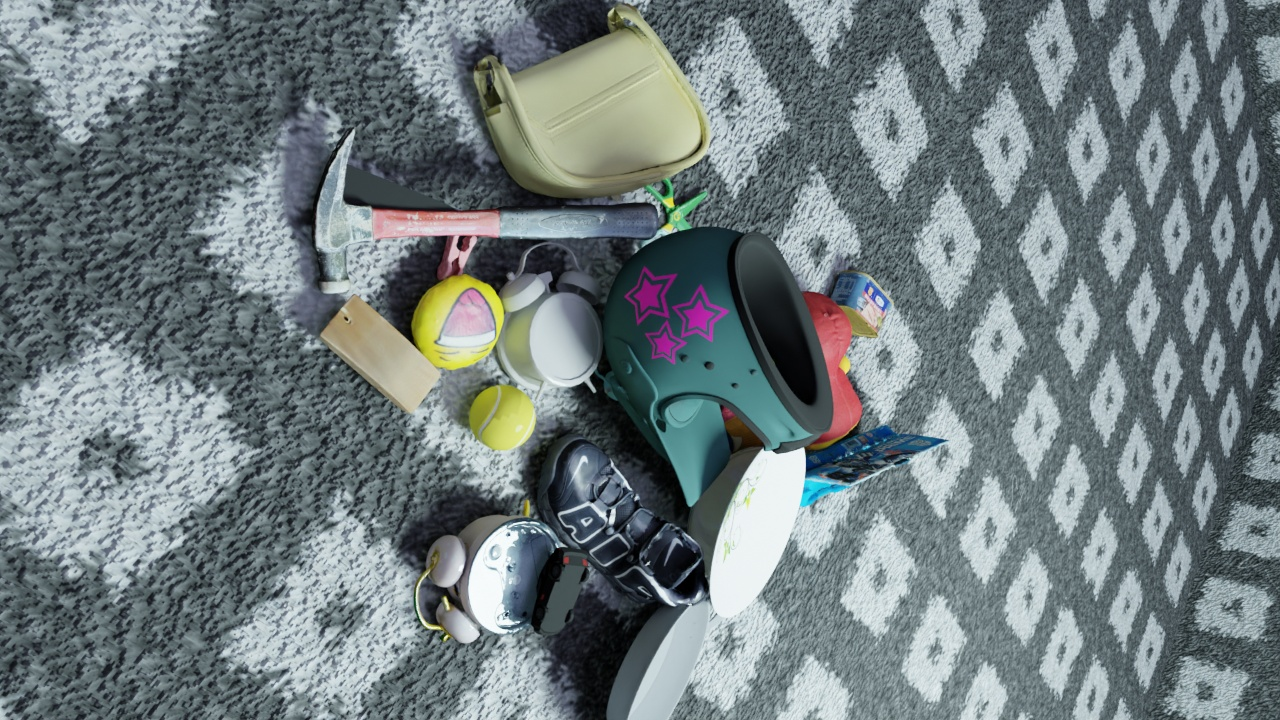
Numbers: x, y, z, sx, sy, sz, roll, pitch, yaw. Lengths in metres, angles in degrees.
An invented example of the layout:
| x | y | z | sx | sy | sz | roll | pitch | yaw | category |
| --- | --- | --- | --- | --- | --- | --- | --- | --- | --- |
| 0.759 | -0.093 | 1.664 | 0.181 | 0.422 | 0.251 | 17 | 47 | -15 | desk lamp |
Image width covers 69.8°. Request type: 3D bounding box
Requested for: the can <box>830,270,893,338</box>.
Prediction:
| x | y | z | sx | sy | sz | roll | pitch | yaw | category |
| --- | --- | --- | --- | --- | --- | --- | --- | --- | --- |
| 0.313 | -0.078 | 1.311 | 0.099 | 0.054 | 0.059 | 36 | 72 | -38 | can |

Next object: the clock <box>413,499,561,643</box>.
| x | y | z | sx | sy | sz | roll | pitch | yaw | category |
| --- | --- | --- | --- | --- | --- | --- | --- | --- | --- |
| -0.154 | 0.217 | 0.918 | 0.157 | 0.059 | 0.117 | -21 | 109 | -39 | clock |

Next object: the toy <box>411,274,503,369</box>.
| x | y | z | sx | sy | sz | roll | pitch | yaw | category |
| --- | --- | --- | --- | --- | --- | --- | --- | --- | --- |
| -0.174 | -0.036 | 0.876 | 0.095 | 0.041 | 0.094 | -5 | 113 | -42 | toy |

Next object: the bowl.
| x | y | z | sx | sy | sz | roll | pitch | yaw | category |
| --- | --- | --- | --- | --- | --- | --- | --- | --- | --- |
| 0.113 | 0.183 | 1.148 | 0.176 | 0.058 | 0.177 | -11 | 110 | -33 | bowl |

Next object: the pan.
| x | y | z | sx | sy | sz | roll | pitch | yaw | category |
| --- | --- | --- | --- | --- | --- | --- | --- | --- | --- |
| 0.063 | 0.338 | 1.121 | 0.355 | 0.051 | 0.201 | -32 | 138 | -54 | pan |

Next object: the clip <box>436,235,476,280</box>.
| x | y | z | sx | sy | sz | roll | pitch | yaw | category |
| --- | --- | --- | --- | --- | --- | --- | --- | --- | --- |
| -0.180 | -0.104 | 0.881 | 0.044 | 0.023 | 0.060 | 50 | 61 | -29 | clip |

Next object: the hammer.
| x | y | z | sx | sy | sz | roll | pitch | yaw | category |
| --- | --- | --- | --- | --- | --- | --- | --- | --- | --- |
| -0.133 | -0.137 | 0.849 | 0.325 | 0.036 | 0.140 | -4 | 104 | -25 | hammer |

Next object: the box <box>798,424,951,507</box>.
| x | y | z | sx | sy | sz | roll | pitch | yaw | category |
| --- | --- | --- | --- | --- | --- | --- | --- | --- | --- |
| 0.286 | 0.138 | 1.256 | 0.242 | 0.171 | 0.070 | -14 | 75 | -41 | box |

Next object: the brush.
| x | y | z | sx | sy | sz | roll | pitch | yaw | category |
| --- | --- | --- | --- | --- | --- | --- | --- | --- | --- |
| -0.237 | -0.005 | 0.829 | 0.117 | 0.039 | 0.049 | 48 | 63 | -34 | brush |

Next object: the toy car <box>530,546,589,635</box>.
| x | y | z | sx | sy | sz | roll | pitch | yaw | category |
| --- | --- | --- | --- | --- | --- | --- | --- | --- | --- |
| -0.084 | 0.229 | 0.919 | 0.042 | 0.036 | 0.091 | 20 | 91 | -46 | toy car |

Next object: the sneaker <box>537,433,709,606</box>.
| x | y | z | sx | sy | sz | roll | pitch | yaw | category |
| --- | --- | --- | --- | --- | --- | --- | --- | --- | --- |
| -0.005 | 0.187 | 0.987 | 0.097 | 0.151 | 0.252 | -50 | 124 | -25 | sneaker |

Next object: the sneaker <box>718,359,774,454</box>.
| x | y | z | sx | sy | sz | roll | pitch | yaw | category |
| --- | --- | --- | --- | --- | --- | --- | --- | --- | --- |
| 0.148 | 0.061 | 1.152 | 0.242 | 0.116 | 0.091 | 53 | 14 | -56 | sneaker |

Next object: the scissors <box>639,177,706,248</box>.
| x | y | z | sx | sy | sz | roll | pitch | yaw | category |
| --- | --- | --- | --- | --- | --- | --- | --- | --- | --- |
| 0.036 | -0.165 | 1.077 | 0.125 | 0.011 | 0.130 | 41 | 70 | -36 | scissors |

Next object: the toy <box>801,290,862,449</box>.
| x | y | z | sx | sy | sz | roll | pitch | yaw | category |
| --- | --- | --- | --- | --- | --- | --- | --- | --- | --- |
| 0.238 | 0.010 | 1.229 | 0.147 | 0.099 | 0.216 | -36 | 123 | -42 | toy |

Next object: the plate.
| x | y | z | sx | sy | sz | roll | pitch | yaw | category |
| --- | --- | --- | --- | --- | --- | --- | --- | --- | --- |
| 0.130 | 0.189 | 1.082 | 0.228 | 0.030 | 0.230 | -35 | 134 | -46 | plate |

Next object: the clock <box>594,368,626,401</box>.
| x | y | z | sx | sy | sz | roll | pitch | yaw | category |
| --- | --- | --- | --- | --- | --- | --- | --- | --- | --- |
| -0.007 | 0.006 | 1.038 | 0.123 | 0.042 | 0.087 | 20 | 81 | -43 | clock |

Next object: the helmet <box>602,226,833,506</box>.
| x | y | z | sx | sy | sz | roll | pitch | yaw | category |
| --- | --- | --- | --- | --- | --- | --- | --- | --- | --- |
| 0.066 | 0.004 | 0.945 | 0.176 | 0.201 | 0.275 | -36 | 105 | -55 | helmet |

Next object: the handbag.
| x | y | z | sx | sy | sz | roll | pitch | yaw | category |
| --- | --- | --- | --- | --- | --- | --- | --- | --- | --- |
| -0.049 | -0.250 | 0.947 | 0.232 | 0.089 | 0.191 | -34 | 111 | -31 | handbag |

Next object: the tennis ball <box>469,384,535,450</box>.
| x | y | z | sx | sy | sz | roll | pitch | yaw | category |
| --- | --- | --- | --- | --- | --- | --- | --- | --- | --- |
| -0.137 | 0.057 | 0.909 | 0.065 | 0.065 | 0.065 | -6 | 99 | -42 | tennis ball |

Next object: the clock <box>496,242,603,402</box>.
| x | y | z | sx | sy | sz | roll | pitch | yaw | category |
| --- | --- | --- | --- | --- | --- | --- | --- | --- | --- |
| -0.093 | -0.042 | 0.946 | 0.119 | 0.061 | 0.159 | -8 | 96 | -42 | clock |
